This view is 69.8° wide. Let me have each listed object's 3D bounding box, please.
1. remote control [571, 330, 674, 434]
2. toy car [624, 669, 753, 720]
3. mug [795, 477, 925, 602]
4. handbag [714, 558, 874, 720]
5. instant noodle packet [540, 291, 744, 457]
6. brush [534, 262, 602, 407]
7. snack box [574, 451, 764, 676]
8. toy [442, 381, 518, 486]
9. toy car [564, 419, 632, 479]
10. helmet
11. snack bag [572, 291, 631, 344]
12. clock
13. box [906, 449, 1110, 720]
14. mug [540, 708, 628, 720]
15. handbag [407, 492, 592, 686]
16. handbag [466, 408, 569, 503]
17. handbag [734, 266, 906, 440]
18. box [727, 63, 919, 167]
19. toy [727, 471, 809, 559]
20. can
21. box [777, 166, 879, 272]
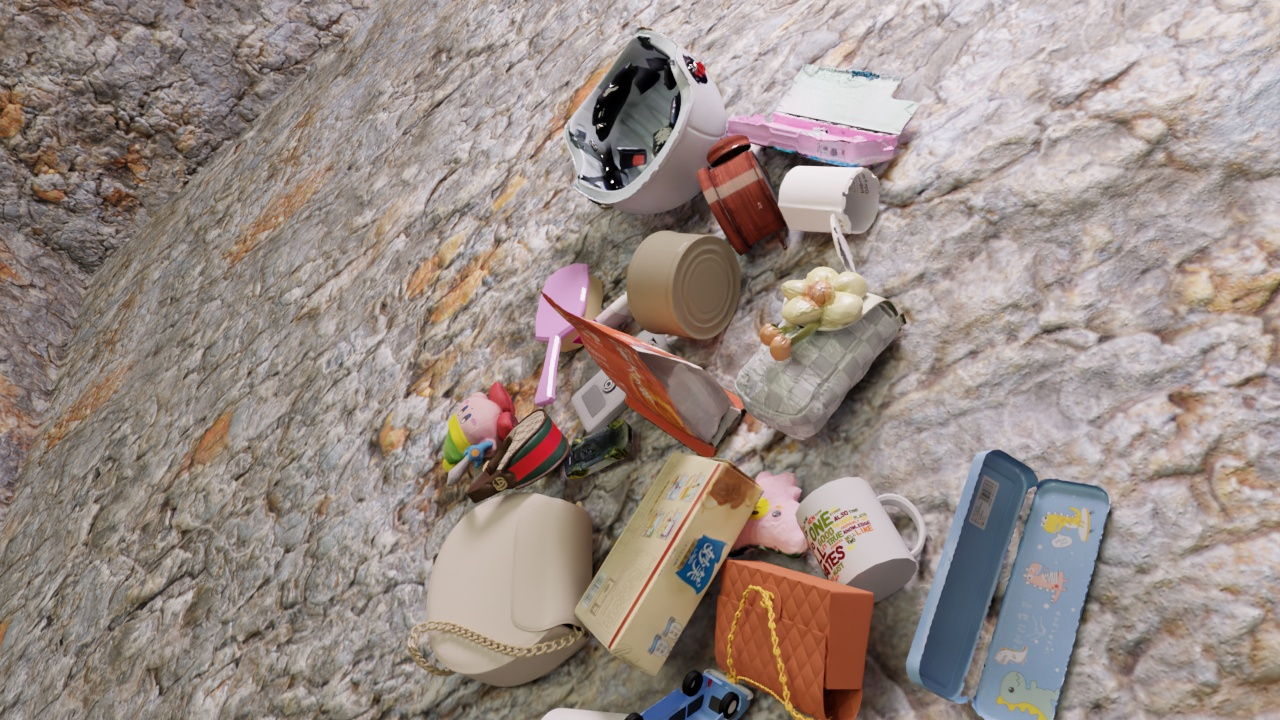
[{"bbox_3d":[-0.023,0.024,1.172,0.151,0.019,0.074,-43,41,10],"label":"remote control"},{"bbox_3d":[0.036,0.328,0.816,0.056,0.153,0.055,19,114,38],"label":"toy car"},{"bbox_3d":[0.206,0.159,0.827,0.105,0.074,0.089,-15,48,-10],"label":"mug"},{"bbox_3d":[0.120,0.240,0.798,0.172,0.060,0.109,173,104,-65],"label":"handbag"},{"bbox_3d":[-0.006,0.006,1.005,0.164,0.221,0.084,32,86,42],"label":"instant noodle packet"},{"bbox_3d":[-0.106,-0.031,1.271,0.089,0.043,0.228,-17,51,34],"label":"brush"},{"bbox_3d":[0.025,0.195,0.925,0.207,0.055,0.153,-57,13,-11],"label":"snack box"},{"bbox_3d":[-0.227,0.110,1.267,0.131,0.097,0.124,-27,49,0],"label":"toy"},{"bbox_3d":[-0.049,0.111,1.121,0.106,0.033,0.048,-28,43,30],"label":"toy car"},{"bbox_3d":[0.026,-0.303,1.255,0.237,0.163,0.263,-50,40,24],"label":"helmet"},{"bbox_3d":[-0.006,-0.084,1.205,0.197,0.070,0.016,-40,78,14],"label":"snack bag"},{"bbox_3d":[0.125,-0.209,1.133,0.072,0.120,0.157,-26,54,15],"label":"clock"},{"bbox_3d":[0.297,0.183,0.744,0.120,0.049,0.209,21,73,13],"label":"box"},{"bbox_3d":[-0.042,0.380,0.882,0.106,0.082,0.082,-11,54,39],"label":"mug"},{"bbox_3d":[-0.154,0.259,1.058,0.209,0.103,0.210,-22,50,25],"label":"handbag"},{"bbox_3d":[-0.159,0.124,1.145,0.138,0.063,0.166,-35,11,-2],"label":"handbag"},{"bbox_3d":[0.172,-0.012,0.941,0.112,0.123,0.171,30,77,43],"label":"handbag"},{"bbox_3d":[0.234,-0.299,1.151,0.158,0.066,0.230,-39,37,-16],"label":"box"},{"bbox_3d":[0.130,0.154,0.913,0.103,0.050,0.093,-3,61,40],"label":"toy"},{"bbox_3d":[0.053,-0.090,1.103,0.073,0.127,0.127,12,70,44],"label":"can"},{"bbox_3d":[0.209,-0.159,1.040,0.137,0.083,0.143,11,52,45],"label":"box"}]
